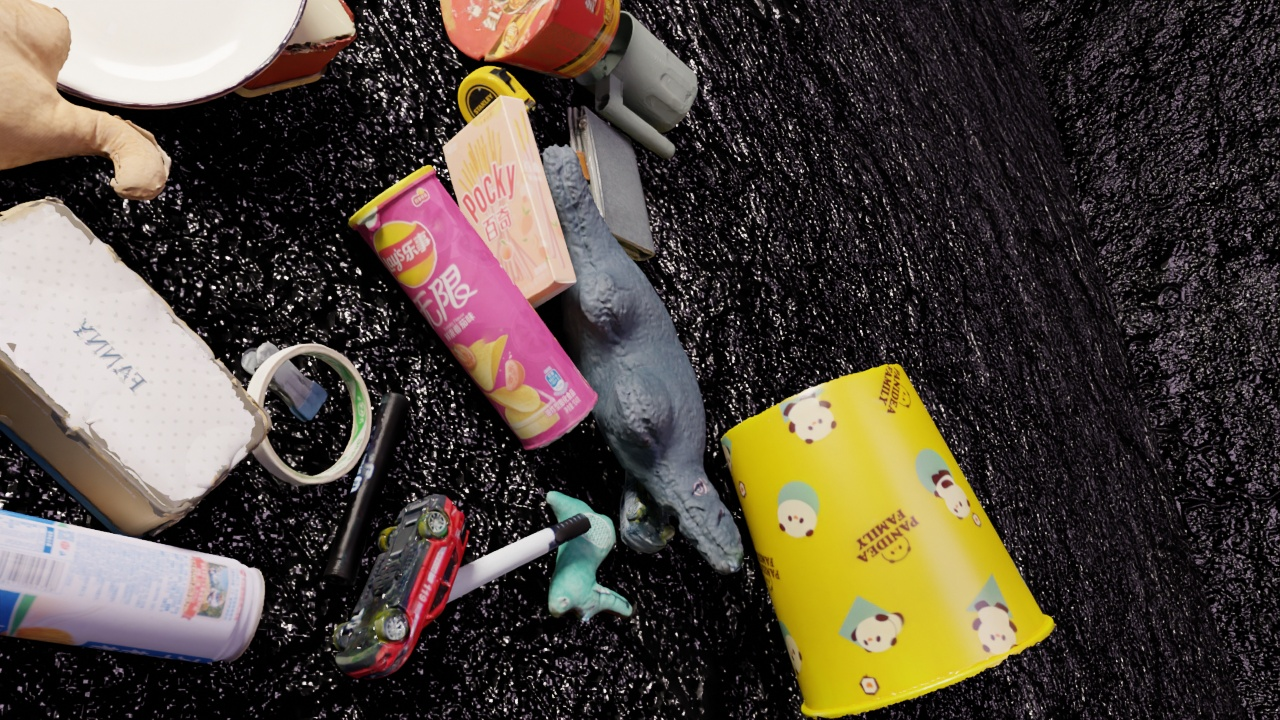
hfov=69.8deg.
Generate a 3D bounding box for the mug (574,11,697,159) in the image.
[{"bbox_3d":[-0.003,-0.273,0.928,0.103,0.084,0.123,26,53,-42],"label":"mug"}]

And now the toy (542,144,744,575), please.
[{"bbox_3d":[-0.004,0.004,0.740,0.138,0.091,0.356,102,-34,-78],"label":"toy"}]

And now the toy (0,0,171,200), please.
[{"bbox_3d":[-0.352,-0.151,0.455,0.226,0.083,0.143,51,56,-22],"label":"toy"}]

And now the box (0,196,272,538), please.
[{"bbox_3d":[-0.285,0.001,0.469,0.184,0.060,0.089,51,39,-14],"label":"box"}]

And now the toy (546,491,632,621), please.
[{"bbox_3d":[-0.041,0.155,0.690,0.096,0.030,0.091,32,52,-27],"label":"toy"}]

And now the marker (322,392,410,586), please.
[{"bbox_3d":[-0.173,0.080,0.587,0.022,0.020,0.131,50,38,-44],"label":"marker"}]

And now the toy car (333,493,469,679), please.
[{"bbox_3d":[-0.142,0.139,0.562,0.045,0.053,0.120,46,40,-26],"label":"toy car"}]

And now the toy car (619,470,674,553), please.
[{"bbox_3d":[0.003,0.118,0.759,0.043,0.034,0.090,36,32,-26],"label":"toy car"}]

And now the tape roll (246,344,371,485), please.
[{"bbox_3d":[-0.202,0.033,0.564,0.085,0.014,0.085,18,69,-56],"label":"tape roll"}]

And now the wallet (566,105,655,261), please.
[{"bbox_3d":[-0.033,-0.167,0.872,0.106,0.037,0.129,18,57,-56],"label":"wallet"}]

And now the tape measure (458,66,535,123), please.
[{"bbox_3d":[-0.124,-0.220,0.776,0.057,0.060,0.028,47,41,-14],"label":"tape measure"}]

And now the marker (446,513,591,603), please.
[{"bbox_3d":[-0.087,0.135,0.634,0.130,0.023,0.018,-19,82,-40],"label":"marker"}]

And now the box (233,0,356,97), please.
[{"bbox_3d":[-0.271,-0.277,0.621,0.168,0.077,0.091,59,39,-9],"label":"box"}]

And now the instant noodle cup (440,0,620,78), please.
[{"bbox_3d":[-0.093,-0.319,0.818,0.108,0.138,0.138,3,68,-58],"label":"instant noodle cup"}]

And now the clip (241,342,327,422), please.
[{"bbox_3d":[-0.220,0.012,0.570,0.057,0.029,0.024,50,45,-27],"label":"clip"}]

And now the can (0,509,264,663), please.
[{"bbox_3d":[-0.257,0.111,0.443,0.134,0.053,0.053,26,52,-39],"label":"can"}]

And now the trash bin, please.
[{"bbox_3d":[0.204,0.156,0.834,0.229,0.230,0.255,-4,68,-50],"label":"trash bin"}]

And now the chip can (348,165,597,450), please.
[{"bbox_3d":[-0.118,-0.036,0.671,0.210,0.072,0.071,54,39,-13],"label":"chip can"}]

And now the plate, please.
[{"bbox_3d":[-0.297,-0.240,0.545,0.192,0.039,0.192,1,88,-18],"label":"plate"}]

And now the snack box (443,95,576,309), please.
[{"bbox_3d":[-0.105,-0.117,0.721,0.026,0.085,0.157,-7,75,-47],"label":"snack box"}]
